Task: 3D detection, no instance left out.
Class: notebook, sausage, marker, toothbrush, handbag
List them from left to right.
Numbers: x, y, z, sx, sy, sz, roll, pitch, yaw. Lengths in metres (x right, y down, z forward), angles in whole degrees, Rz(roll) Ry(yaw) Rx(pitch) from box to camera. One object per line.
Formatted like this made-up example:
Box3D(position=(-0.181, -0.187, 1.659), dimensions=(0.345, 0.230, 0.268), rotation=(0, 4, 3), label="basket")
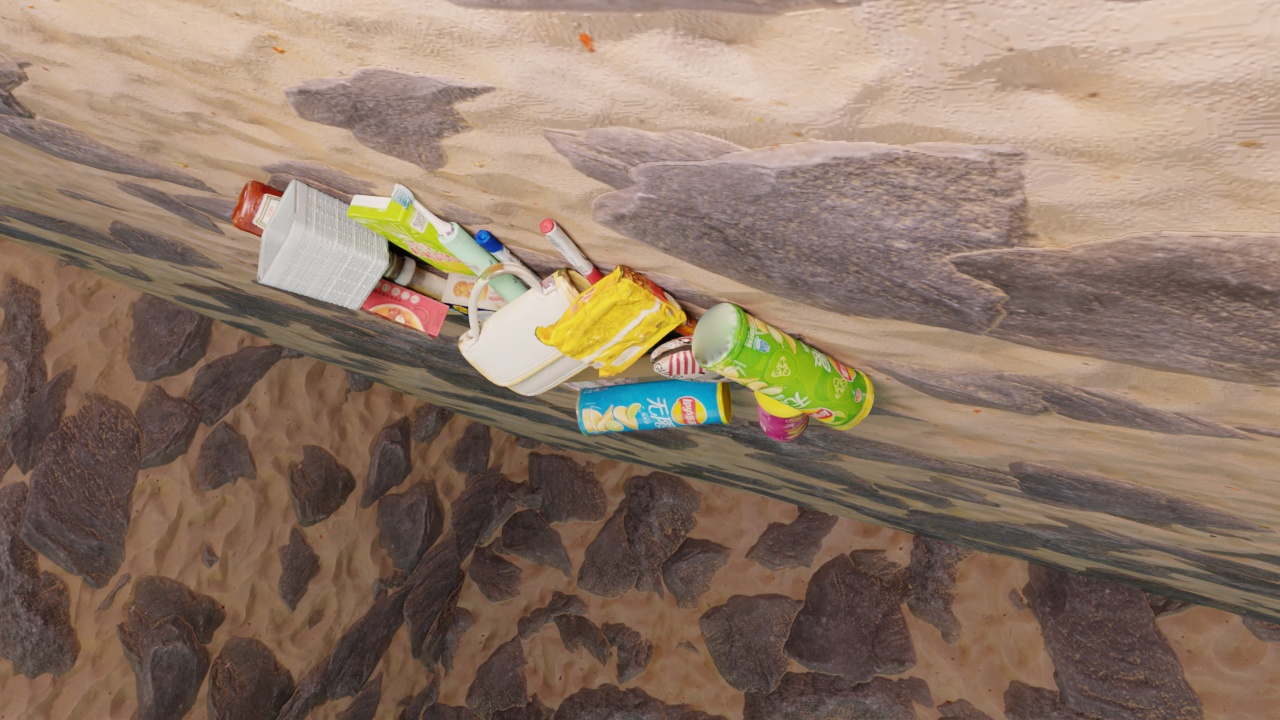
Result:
Box3D(position=(-0.180, -0.115, 0.949), dimensions=(0.026, 0.027, 0.224), rotation=(2, 155, 30), label="toothbrush")
Box3D(position=(-0.138, -0.106, 0.993), dimensions=(0.017, 0.017, 0.146), rotation=(13, 169, 21), label="marker")
Box3D(position=(-0.124, -0.038, 1.004), dimensions=(0.164, 0.063, 0.178), rotation=(-30, 142, 24), label="handbag")
Box3D(position=(-0.065, -0.103, 0.892), dimensions=(0.017, 0.017, 0.145), rotation=(13, 169, 20), label="marker")
Box3D(position=(-0.007, 0.007, 1.179), dimensions=(0.211, 0.012, 0.149), rotation=(-4, 171, -6), label="notebook")
Box3D(position=(0.049, -0.040, 1.021), dimensions=(0.165, 0.021, 0.021), rotation=(25, 167, -39), label="sausage")

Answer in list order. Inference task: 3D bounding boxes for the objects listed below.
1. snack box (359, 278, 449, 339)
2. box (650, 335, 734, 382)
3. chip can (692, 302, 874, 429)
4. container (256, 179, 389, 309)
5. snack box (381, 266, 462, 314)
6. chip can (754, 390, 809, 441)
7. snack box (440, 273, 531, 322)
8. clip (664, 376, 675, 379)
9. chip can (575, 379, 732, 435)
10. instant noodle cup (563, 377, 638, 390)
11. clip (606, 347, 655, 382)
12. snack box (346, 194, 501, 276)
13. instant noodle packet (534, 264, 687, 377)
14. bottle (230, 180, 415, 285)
Box3D(position=(-0.313, -0.071, 1.164), dimensions=(0.127, 0.044, 0.113), rotation=(23, 174, -14), label="snack box")
Box3D(position=(0.080, -0.006, 1.010), dimensions=(0.164, 0.059, 0.072), rotation=(6, 173, -44), label="box")
Box3D(position=(0.151, 0.008, 0.970), dimensions=(0.221, 0.072, 0.073), rotation=(24, 168, -33), label="chip can")
Box3D(position=(-0.336, -0.118, 0.981), dimensions=(0.111, 0.089, 0.090), rotation=(21, 127, -34), label="container")
Box3D(position=(-0.298, -0.100, 1.239), dimensions=(0.140, 0.033, 0.087), rotation=(27, 166, -35), label="snack box")
Box3D(position=(0.182, 0.053, 1.160), dimensions=(0.071, 0.071, 0.210), rotation=(15, 170, 12), label="chip can")
Box3D(position=(-0.130, -0.054, 1.171), dimensions=(0.178, 0.045, 0.182), rotation=(9, 168, 34), label="snack box")
Box3D(position=(0.041, 0.017, 1.351), dimensions=(0.049, 0.015, 0.057), rotation=(15, 171, 26), label="clip")
Box3D(position=(0.019, 0.062, 1.288), dimensions=(0.210, 0.071, 0.071), rotation=(-6, 163, 16), label="chip can")
Box3D(position=(-0.083, 0.008, 1.379), dimensions=(0.138, 0.060, 0.173), rotation=(6, 166, 47), label="instant noodle cup")
Box3D(position=(-0.024, 0.009, 1.278), dimensions=(0.035, 0.094, 0.102), rotation=(27, 177, -42), label="clip")
Box3D(position=(-0.226, -0.130, 0.981), dimensions=(0.086, 0.026, 0.156), rotation=(11, 168, 34), label="snack box")
Box3D(position=(-0.029, -0.038, 0.947), dimensions=(0.129, 0.044, 0.110), rotation=(-36, 135, 27), label="instant noodle packet")
Box3D(position=(-0.360, -0.140, 1.059), dimensions=(0.206, 0.059, 0.060), rotation=(23, 168, -31), label="bottle")
